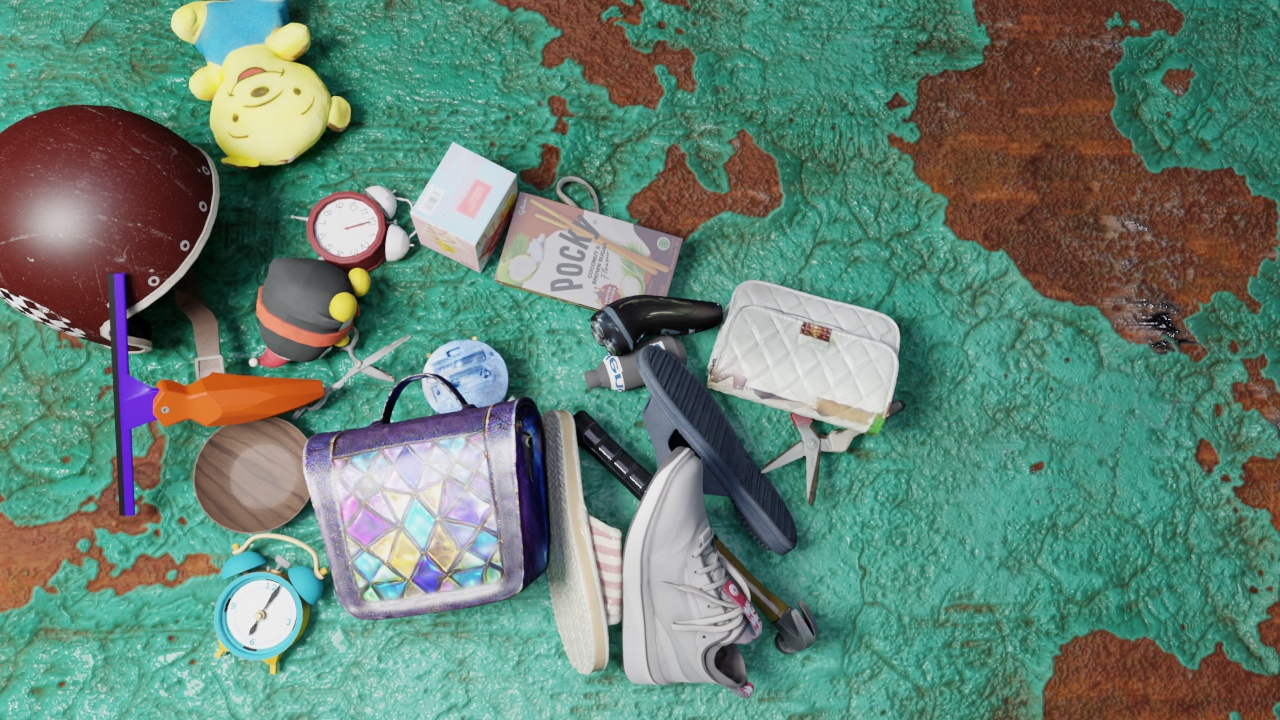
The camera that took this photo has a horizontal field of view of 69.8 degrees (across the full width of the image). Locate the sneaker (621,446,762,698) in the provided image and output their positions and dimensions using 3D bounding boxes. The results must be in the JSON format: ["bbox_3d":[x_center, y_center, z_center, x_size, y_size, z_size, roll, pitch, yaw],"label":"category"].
[{"bbox_3d":[0.055,0.208,0.864,0.129,0.096,0.263,10,114,20],"label":"sneaker"}]

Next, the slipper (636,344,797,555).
[{"bbox_3d":[0.061,0.107,0.956,0.083,0.101,0.263,-35,98,20],"label":"slipper"}]

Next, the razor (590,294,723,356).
[{"bbox_3d":[0.018,-0.038,0.969,0.140,0.053,0.063,-4,71,-3],"label":"razor"}]

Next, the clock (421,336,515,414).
[{"bbox_3d":[-0.178,0.039,0.967,0.088,0.052,0.125,-20,80,-11],"label":"clock"}]

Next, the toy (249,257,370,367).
[{"bbox_3d":[-0.346,-0.046,0.946,0.099,0.097,0.119,23,117,-14],"label":"toy"}]

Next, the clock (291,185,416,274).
[{"bbox_3d":[-0.305,-0.142,0.997,0.124,0.044,0.087,-19,80,-9],"label":"clock"}]

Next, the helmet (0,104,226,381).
[{"bbox_3d":[-0.511,-0.115,0.895,0.234,0.254,0.232,11,67,4],"label":"helmet"}]

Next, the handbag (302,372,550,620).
[{"bbox_3d":[-0.197,0.122,0.882,0.205,0.125,0.222,-10,87,6],"label":"handbag"}]

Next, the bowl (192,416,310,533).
[{"bbox_3d":[-0.388,0.117,0.936,0.119,0.032,0.119,1,77,-6],"label":"bowl"}]

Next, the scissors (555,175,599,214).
[{"bbox_3d":[-0.056,-0.134,1.040,0.153,0.012,0.163,-18,84,-7],"label":"scissors"}]

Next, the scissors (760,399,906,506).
[{"bbox_3d":[0.213,0.065,1.010,0.179,0.015,0.199,4,66,-12],"label":"scissors"}]

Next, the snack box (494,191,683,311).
[{"bbox_3d":[-0.057,-0.110,1.015,0.186,0.032,0.101,16,86,-3],"label":"snack box"}]

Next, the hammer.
[{"bbox_3d":[0.050,0.173,0.941,0.333,0.118,0.025,42,68,10],"label":"hammer"}]

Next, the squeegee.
[{"bbox_3d":[-0.400,0.037,0.883,0.184,0.055,0.250,-5,118,-34],"label":"squeegee"}]

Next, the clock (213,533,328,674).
[{"bbox_3d":[-0.369,0.237,0.907,0.099,0.044,0.129,17,83,-2],"label":"clock"}]

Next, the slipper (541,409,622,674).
[{"bbox_3d":[-0.059,0.176,0.923,0.052,0.115,0.262,-3,75,-26],"label":"slipper"}]

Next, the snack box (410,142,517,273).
[{"bbox_3d":[-0.186,-0.162,0.989,0.079,0.095,0.093,27,75,0],"label":"snack box"}]

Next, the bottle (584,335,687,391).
[{"bbox_3d":[-0.006,0.006,0.996,0.112,0.047,0.047,-17,80,-10],"label":"bottle"}]

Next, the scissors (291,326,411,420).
[{"bbox_3d":[-0.297,0.017,0.939,0.165,0.014,0.141,-47,41,3],"label":"scissors"}]

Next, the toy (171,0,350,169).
[{"bbox_3d":[-0.413,-0.308,1.004,0.149,0.084,0.214,-25,82,-4],"label":"toy"}]

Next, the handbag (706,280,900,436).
[{"bbox_3d":[0.176,-0.007,0.985,0.195,0.073,0.138,15,64,3],"label":"handbag"}]
